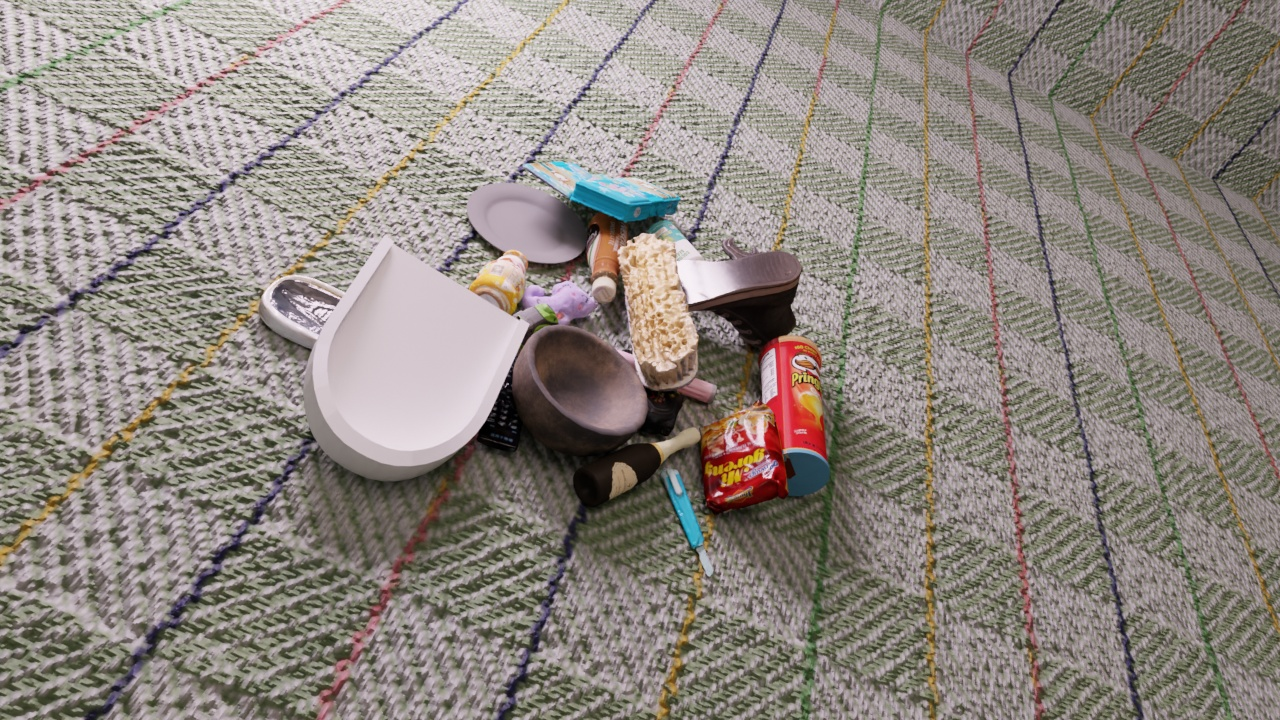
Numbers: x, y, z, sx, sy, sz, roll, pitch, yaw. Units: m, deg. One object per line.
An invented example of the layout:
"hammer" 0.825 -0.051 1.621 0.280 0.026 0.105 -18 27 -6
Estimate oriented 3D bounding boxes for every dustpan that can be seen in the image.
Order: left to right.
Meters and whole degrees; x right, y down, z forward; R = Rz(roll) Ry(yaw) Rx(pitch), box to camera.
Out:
"dustpan" -0.240 0.001 0.969 0.191 0.053 0.257 32 55 -15

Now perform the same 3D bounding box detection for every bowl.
"bowl" -0.076 0.042 1.051 0.162 0.070 0.162 26 36 -22

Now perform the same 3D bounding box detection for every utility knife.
"utility knife" 0.053 0.182 1.039 0.022 0.015 0.140 -14 53 -9

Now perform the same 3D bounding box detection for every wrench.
"wrench" 0.176 -0.101 1.414 0.070 0.010 0.272 11 42 -19

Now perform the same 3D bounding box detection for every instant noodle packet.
"instant noodle packet" 0.119 0.116 1.090 0.135 0.099 0.040 -92 158 -45

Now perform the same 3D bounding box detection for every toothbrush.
"toothbrush" -0.007 0.007 1.181 0.222 0.027 0.027 21 62 -9

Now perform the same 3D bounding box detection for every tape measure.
"tape measure" -0.128 -0.039 1.132 0.058 0.066 0.036 -33 67 -21
"tape measure" 0.014 0.057 1.128 0.072 0.042 0.071 29 40 -5

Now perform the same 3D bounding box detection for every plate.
"plate" -0.163 -0.195 1.320 0.178 0.012 0.178 16 41 -14

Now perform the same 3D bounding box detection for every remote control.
"remote control" -0.156 0.048 1.059 0.047 0.022 0.150 18 39 -11

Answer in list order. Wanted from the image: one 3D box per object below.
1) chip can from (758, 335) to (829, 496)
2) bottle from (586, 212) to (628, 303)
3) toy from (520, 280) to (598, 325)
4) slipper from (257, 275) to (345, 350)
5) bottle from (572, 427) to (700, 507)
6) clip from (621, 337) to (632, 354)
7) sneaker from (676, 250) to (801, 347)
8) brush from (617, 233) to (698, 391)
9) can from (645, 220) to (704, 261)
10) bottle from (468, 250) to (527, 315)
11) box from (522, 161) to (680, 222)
"chip can" 0.197 0.067 1.187 0.087 0.087 0.212 19 41 -11
"bottle" -0.048 -0.144 1.293 0.059 0.059 0.166 16 41 -14
"toy" -0.109 -0.077 1.205 0.080 0.037 0.099 39 42 12
"slipper" -0.296 -0.035 1.036 0.264 0.063 0.111 23 40 -2
"bottle" 0.004 0.114 1.057 0.184 0.045 0.045 -21 60 -43
"clip" 0.012 -0.005 1.205 0.075 0.037 0.023 20 38 -18
"sneaker" 0.109 -0.078 1.297 0.235 0.120 0.095 -11 46 1
"brush" 0.022 -0.066 1.184 0.083 0.057 0.270 -9 42 1
"can" 0.051 -0.160 1.371 0.054 0.055 0.101 -15 56 -39
"bottle" -0.176 -0.099 1.169 0.063 0.063 0.108 25 40 -3
"box" -0.056 -0.260 1.387 0.181 0.039 0.226 26 20 14
